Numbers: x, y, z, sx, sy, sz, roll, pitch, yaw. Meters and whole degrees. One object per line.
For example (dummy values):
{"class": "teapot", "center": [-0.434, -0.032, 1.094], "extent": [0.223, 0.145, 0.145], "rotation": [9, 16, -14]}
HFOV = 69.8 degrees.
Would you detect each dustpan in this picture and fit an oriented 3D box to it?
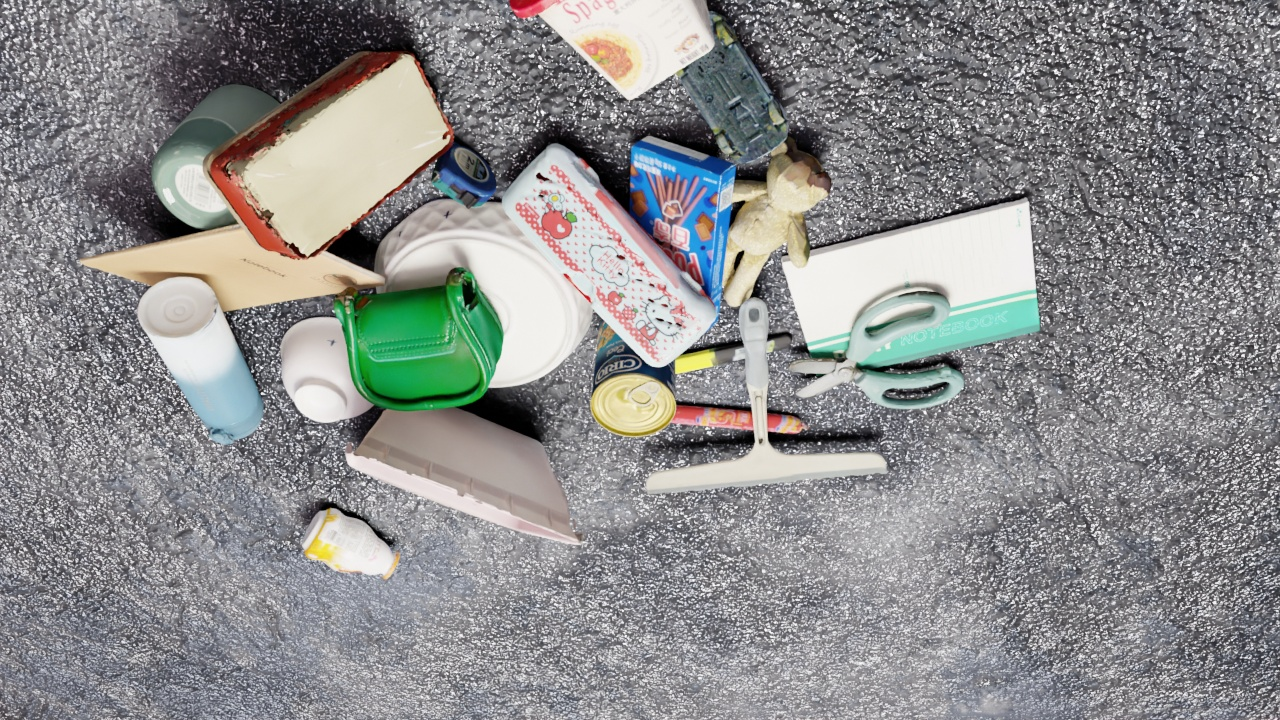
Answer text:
{"class": "dustpan", "center": [-0.190, 0.139, 0.915], "extent": [0.222, 0.273, 0.139], "rotation": [25, 103, -13]}

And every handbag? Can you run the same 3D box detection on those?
{"class": "handbag", "center": [-0.194, -0.020, 0.806], "extent": [0.131, 0.067, 0.120], "rotation": [-8, 128, 11]}

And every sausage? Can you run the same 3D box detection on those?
{"class": "sausage", "center": [0.095, 0.060, 0.940], "extent": [0.156, 0.020, 0.020], "rotation": [5, 130, 1]}

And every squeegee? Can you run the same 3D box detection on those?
{"class": "squeegee", "center": [0.112, 0.027, 0.875], "extent": [0.246, 0.039, 0.247], "rotation": [-6, 133, 6]}

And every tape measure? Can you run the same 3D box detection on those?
{"class": "tape measure", "center": [-0.146, -0.151, 0.758], "extent": [0.054, 0.058, 0.025], "rotation": [36, 124, -28]}

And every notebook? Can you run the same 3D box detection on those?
{"class": "notebook", "center": [-0.348, -0.077, 0.792], "extent": [0.208, 0.008, 0.147], "rotation": [-5, 164, 25]}
{"class": "notebook", "center": [0.247, -0.059, 0.833], "extent": [0.209, 0.012, 0.150], "rotation": [-13, 129, 15]}

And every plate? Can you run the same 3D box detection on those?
{"class": "plate", "center": [-0.147, -0.053, 0.849], "extent": [0.205, 0.045, 0.205], "rotation": [3, 131, 3]}

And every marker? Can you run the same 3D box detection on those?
{"class": "marker", "center": [0.086, -0.008, 0.888], "extent": [0.124, 0.015, 0.018], "rotation": [-13, 129, 11]}

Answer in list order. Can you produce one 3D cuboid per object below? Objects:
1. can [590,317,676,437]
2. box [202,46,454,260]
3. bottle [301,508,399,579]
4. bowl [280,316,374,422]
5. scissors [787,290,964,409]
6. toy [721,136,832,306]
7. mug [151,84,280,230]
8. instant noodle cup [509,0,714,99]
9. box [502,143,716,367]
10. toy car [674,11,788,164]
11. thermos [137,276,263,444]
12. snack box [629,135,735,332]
{"class": "can", "center": [-0.005, 0.005, 0.843], "extent": [0.075, 0.111, 0.075], "rotation": [1, 131, 1]}
{"class": "box", "center": [-0.222, -0.156, 0.678], "extent": [0.079, 0.168, 0.091], "rotation": [14, 142, 41]}
{"class": "bottle", "center": [-0.340, 0.221, 1.084], "extent": [0.108, 0.063, 0.063], "rotation": [31, 126, -19]}
{"class": "bowl", "center": [-0.309, 0.022, 0.913], "extent": [0.118, 0.064, 0.118], "rotation": [3, 130, 3]}
{"class": "scissors", "center": [0.226, -0.010, 0.856], "extent": [0.174, 0.019, 0.178], "rotation": [5, 133, 0]}
{"class": "toy", "center": [0.103, -0.110, 0.774], "extent": [0.105, 0.066, 0.158], "rotation": [49, 134, 18]}
{"class": "mug", "center": [-0.323, -0.150, 0.741], "extent": [0.082, 0.106, 0.112], "rotation": [-24, 125, 22]}
{"class": "instant noodle cup", "center": [-0.015, -0.258, 0.627], "extent": [0.117, 0.116, 0.124], "rotation": [-26, 135, 24]}
{"class": "box", "center": [-0.025, -0.087, 0.766], "extent": [0.201, 0.048, 0.087], "rotation": [46, 123, -4]}
{"class": "toy car", "center": [0.067, -0.209, 0.705], "extent": [0.054, 0.036, 0.120], "rotation": [-28, 113, 26]}
{"class": "thermos", "center": [-0.407, 0.009, 0.869], "extent": [0.070, 0.070, 0.221], "rotation": [10, 149, -4]}
{"class": "snack box", "center": [0.031, -0.104, 0.778], "extent": [0.084, 0.026, 0.157], "rotation": [25, 135, 24]}
